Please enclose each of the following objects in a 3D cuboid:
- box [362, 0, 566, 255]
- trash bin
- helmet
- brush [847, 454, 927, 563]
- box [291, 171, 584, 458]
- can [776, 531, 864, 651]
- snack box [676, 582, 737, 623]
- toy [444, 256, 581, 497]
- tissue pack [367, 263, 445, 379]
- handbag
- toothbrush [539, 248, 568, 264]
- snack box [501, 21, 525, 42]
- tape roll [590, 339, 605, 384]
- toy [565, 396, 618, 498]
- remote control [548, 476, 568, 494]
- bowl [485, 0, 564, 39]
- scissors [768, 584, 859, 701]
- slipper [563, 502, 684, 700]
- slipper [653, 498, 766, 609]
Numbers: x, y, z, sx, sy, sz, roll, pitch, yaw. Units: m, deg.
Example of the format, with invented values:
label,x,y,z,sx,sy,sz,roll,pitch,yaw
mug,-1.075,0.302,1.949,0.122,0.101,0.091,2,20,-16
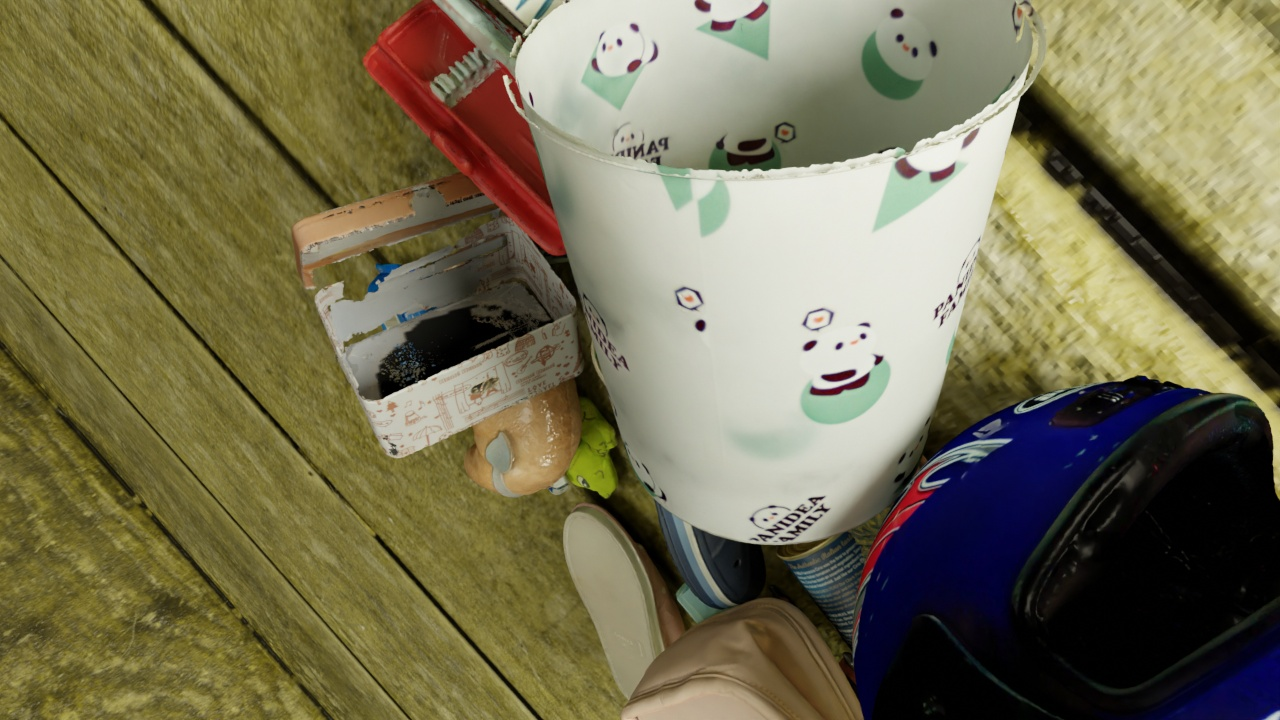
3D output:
label,x,y,z,sx,sy,sz,roll,pitch,yaw
box,-0.095,-0.170,0.582,0.201,0.095,0.101,46,176,10
trash bin,0.068,-0.052,0.481,0.230,0.228,0.252,23,141,30
helmet,0.237,0.126,0.441,0.240,0.246,0.316,55,143,32
brush,0.191,0.123,0.616,0.063,0.072,0.145,-20,111,51
box,-0.149,-0.064,0.681,0.154,0.182,0.185,53,159,31
can,0.163,0.163,0.674,0.111,0.075,0.075,53,143,-5
snack box,0.104,0.253,0.796,0.175,0.051,0.074,48,173,9
toy,-0.119,0.008,0.817,0.144,0.082,0.226,-14,83,33
tissue pack,-0.205,-0.025,0.900,0.095,0.052,0.157,8,126,44
handbag,0.116,0.299,0.698,0.234,0.093,0.194,43,143,2
toothbrush,-0.023,-0.087,0.694,0.192,0.018,0.016,-3,119,46
snack box,-0.069,-0.178,0.656,0.153,0.025,0.075,36,141,16
tape roll,-0.004,0.004,0.756,0.086,0.013,0.086,27,137,27
toy,-0.051,0.079,0.852,0.096,0.031,0.100,48,140,10
remote control,-0.108,0.073,0.887,0.125,0.024,0.049,57,168,8
bowl,-0.070,-0.243,0.553,0.116,0.116,0.066,43,98,8
scissors,0.168,0.263,0.741,0.225,0.015,0.189,51,170,-2
slipper,-0.008,0.255,0.940,0.114,0.054,0.275,8,123,41
slipper,0.058,0.074,0.694,0.095,0.104,0.253,-8,119,26
